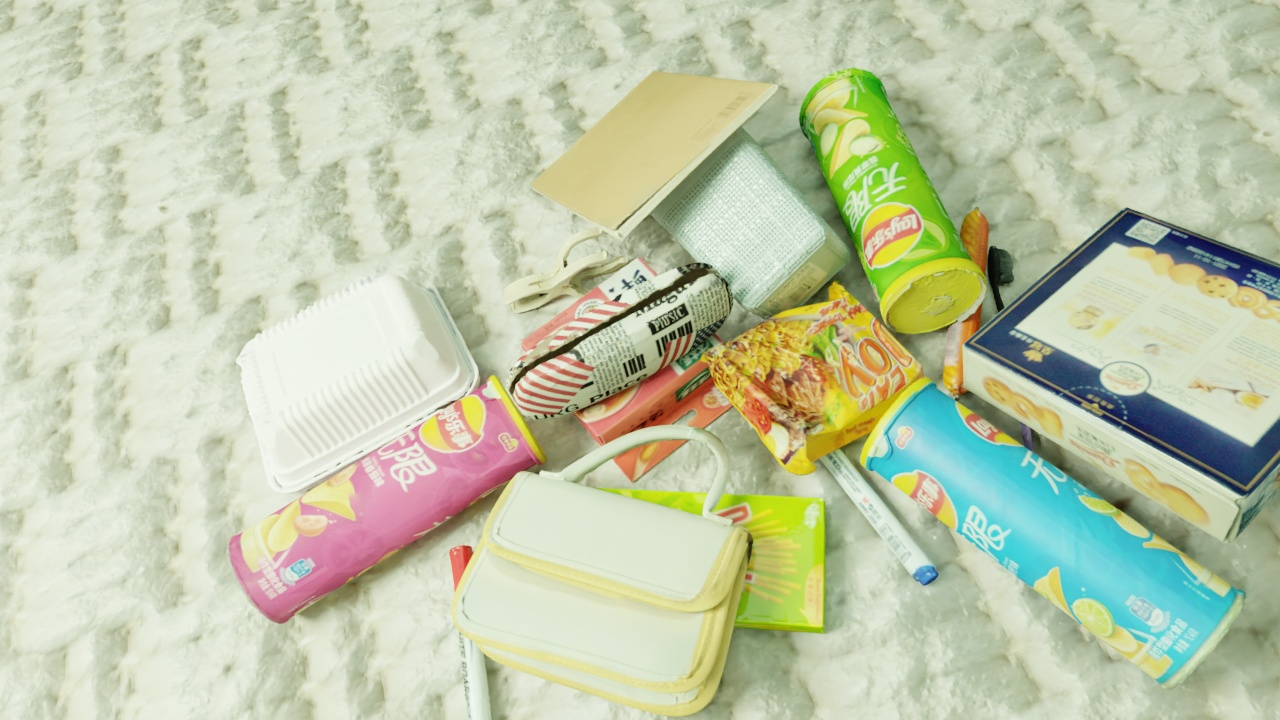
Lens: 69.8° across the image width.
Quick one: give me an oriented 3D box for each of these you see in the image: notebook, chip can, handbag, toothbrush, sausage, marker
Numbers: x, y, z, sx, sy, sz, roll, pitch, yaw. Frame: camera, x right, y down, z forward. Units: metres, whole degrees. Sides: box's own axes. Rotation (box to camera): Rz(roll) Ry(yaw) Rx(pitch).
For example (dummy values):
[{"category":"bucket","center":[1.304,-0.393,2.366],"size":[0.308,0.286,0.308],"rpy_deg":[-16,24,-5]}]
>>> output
[{"category":"notebook","center":[-0.001,-0.166,0.701],"size":[0.149,0.012,0.211],"rpy_deg":[-44,29,-3]},{"category":"chip can","center":[0.238,0.097,0.552],"size":[0.210,0.071,0.071],"rpy_deg":[38,74,26]},{"category":"chip can","center":[0.179,-0.124,0.678],"size":[0.072,0.073,0.221],"rpy_deg":[-14,55,3]},{"category":"handbag","center":[-0.015,0.111,0.572],"size":[0.163,0.063,0.178],"rpy_deg":[12,62,15]},{"category":"toothbrush","center":[0.262,-0.002,0.637],"size":[0.017,0.014,0.188],"rpy_deg":[3,62,-1]},{"category":"sausage","center":[0.235,-0.044,0.660],"size":[0.021,0.021,0.164],"rpy_deg":[9,64,15]},{"category":"chip can","center":[-0.171,0.095,0.633],"size":[0.210,0.071,0.071],"rpy_deg":[-32,60,-7]},{"category":"marker","center":[0.145,0.086,0.609],"size":[0.017,0.017,0.145],"rpy_deg":[-32,60,-7]},{"category":"marker","center":[-0.110,0.191,0.599],"size":[0.017,0.017,0.145],"rpy_deg":[-15,60,2]}]

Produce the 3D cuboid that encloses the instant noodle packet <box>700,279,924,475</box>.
[{"category":"instant noodle packet","center":[0.123,0.008,0.627],"size":[0.128,0.044,0.110],"rpy_deg":[-27,65,-24]}]

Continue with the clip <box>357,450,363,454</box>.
[{"category":"clip","center":[-0.209,0.078,0.683],"size":[0.049,0.015,0.056],"rpy_deg":[-21,60,-4]}]

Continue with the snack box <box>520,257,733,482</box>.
[{"category":"snack box","center":[-0.004,0.004,0.666],"size":[0.113,0.044,0.127],"rpy_deg":[-37,62,-10]}]

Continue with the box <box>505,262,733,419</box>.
[{"category":"box","center":[-0.015,-0.015,0.616],"size":[0.164,0.072,0.059],"rpy_deg":[-27,77,-7]}]

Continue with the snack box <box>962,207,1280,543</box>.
[{"category":"snack box","center":[0.331,-0.004,0.573],"size":[0.182,0.046,0.178],"rpy_deg":[-36,47,-17]}]

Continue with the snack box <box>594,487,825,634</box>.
[{"category":"snack box","center":[0.041,0.129,0.599],"size":[0.156,0.026,0.085],"rpy_deg":[1,63,11]}]

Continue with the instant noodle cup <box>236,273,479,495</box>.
[{"category":"instant noodle cup","center":[-0.223,0.005,0.691],"size":[0.173,0.060,0.138],"rpy_deg":[-30,52,-5]}]

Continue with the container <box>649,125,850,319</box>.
[{"category":"container","center":[0.083,-0.094,0.665],"size":[0.090,0.089,0.111],"rpy_deg":[-44,66,15]}]

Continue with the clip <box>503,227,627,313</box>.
[{"category":"clip","center":[-0.058,-0.071,0.708],"size":[0.102,0.094,0.035],"rpy_deg":[-6,60,-5]}]
